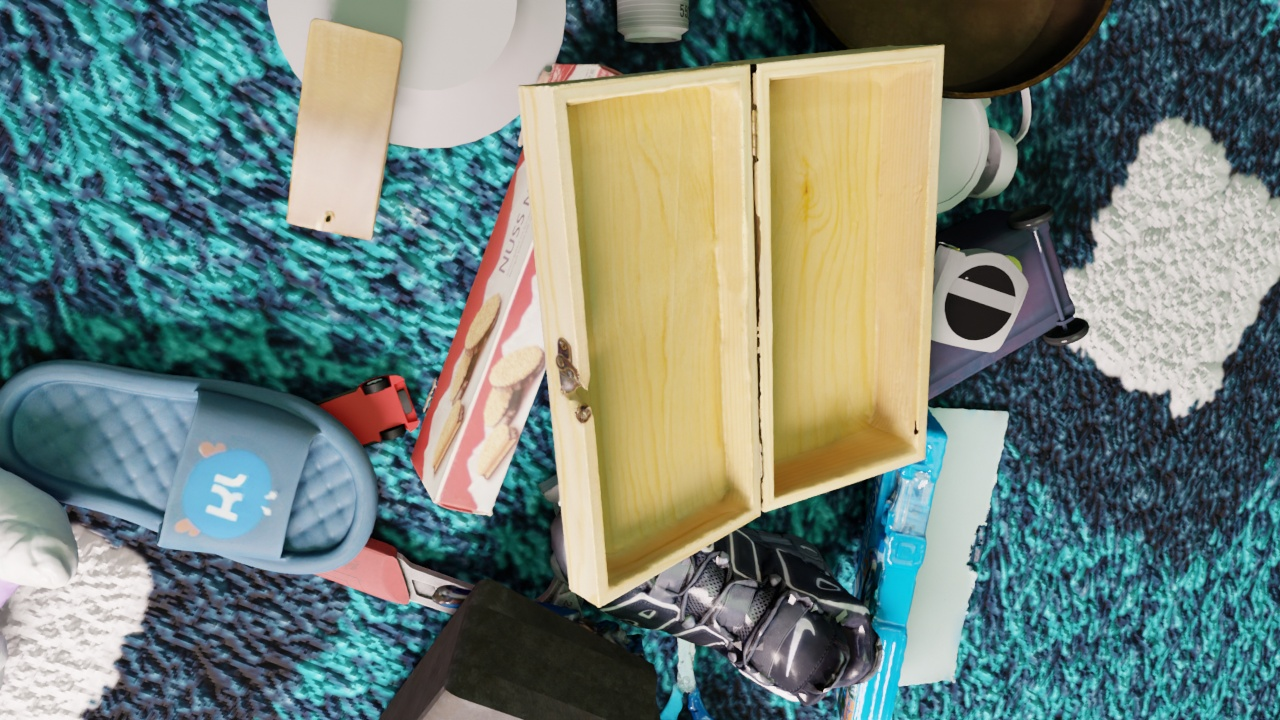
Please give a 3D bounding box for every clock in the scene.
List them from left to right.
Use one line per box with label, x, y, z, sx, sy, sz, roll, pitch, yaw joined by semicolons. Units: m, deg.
clock;0.195;-0.155;0.623;0.159;0.061;0.120;-29;106;-12

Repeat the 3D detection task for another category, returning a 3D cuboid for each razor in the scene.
razor;-0.065;0.165;0.591;0.141;0.044;0.018;15;90;-2

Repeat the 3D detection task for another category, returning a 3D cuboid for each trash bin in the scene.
trash bin;0.208;-0.033;0.636;0.160;0.092;0.094;-29;109;-7

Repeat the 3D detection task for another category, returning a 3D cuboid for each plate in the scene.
plate;-0.127;-0.213;0.535;0.172;0.019;0.173;-4;104;-15

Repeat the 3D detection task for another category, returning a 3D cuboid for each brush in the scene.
brush;-0.168;-0.131;0.521;0.049;0.039;0.117;10;117;-15

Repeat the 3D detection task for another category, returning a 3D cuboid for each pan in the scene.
pan;0.167;-0.330;0.558;0.248;0.043;0.356;-16;92;-12

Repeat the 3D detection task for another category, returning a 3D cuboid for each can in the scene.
can;0.007;-0.249;0.551;0.044;0.044;0.107;-4;104;-15

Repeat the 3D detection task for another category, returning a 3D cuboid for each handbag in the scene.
handbag;-0.061;0.264;0.578;0.199;0.102;0.198;26;126;-13

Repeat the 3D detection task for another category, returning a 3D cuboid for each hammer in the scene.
hammer;-0.187;0.132;0.597;0.315;0.036;0.126;25;98;-19

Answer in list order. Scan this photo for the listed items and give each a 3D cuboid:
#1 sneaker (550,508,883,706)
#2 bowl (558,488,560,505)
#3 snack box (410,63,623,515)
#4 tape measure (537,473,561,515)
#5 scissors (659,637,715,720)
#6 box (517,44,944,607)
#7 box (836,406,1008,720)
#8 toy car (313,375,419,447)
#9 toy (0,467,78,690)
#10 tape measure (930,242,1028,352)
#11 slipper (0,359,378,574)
sneaker;0.062;0.161;0.592;0.252;0.151;0.097;25;93;-33
bowl;-0.003;0.003;0.538;0.068;0.174;0.174;11;100;-5
snack box;-0.074;-0.045;0.561;0.044;0.077;0.273;17;99;-30
tape measure;-0.031;0.096;0.637;0.060;0.020;0.062;-30;110;-7
scissors;0.038;0.235;0.673;0.073;0.016;0.134;11;72;-13
box;0.059;-0.030;0.487;0.256;0.076;0.247;-19;114;-37
box;0.203;0.154;0.706;0.166;0.075;0.244;-7;109;-51
toy car;-0.188;0.039;0.576;0.089;0.025;0.038;-20;105;-12
toy;-0.395;0.129;0.489;0.137;0.085;0.210;33;112;-24
tape measure;0.208;-0.040;0.579;0.065;0.016;0.064;15;103;-15
slipper;-0.253;0.057;0.518;0.213;0.059;0.103;20;87;-13
